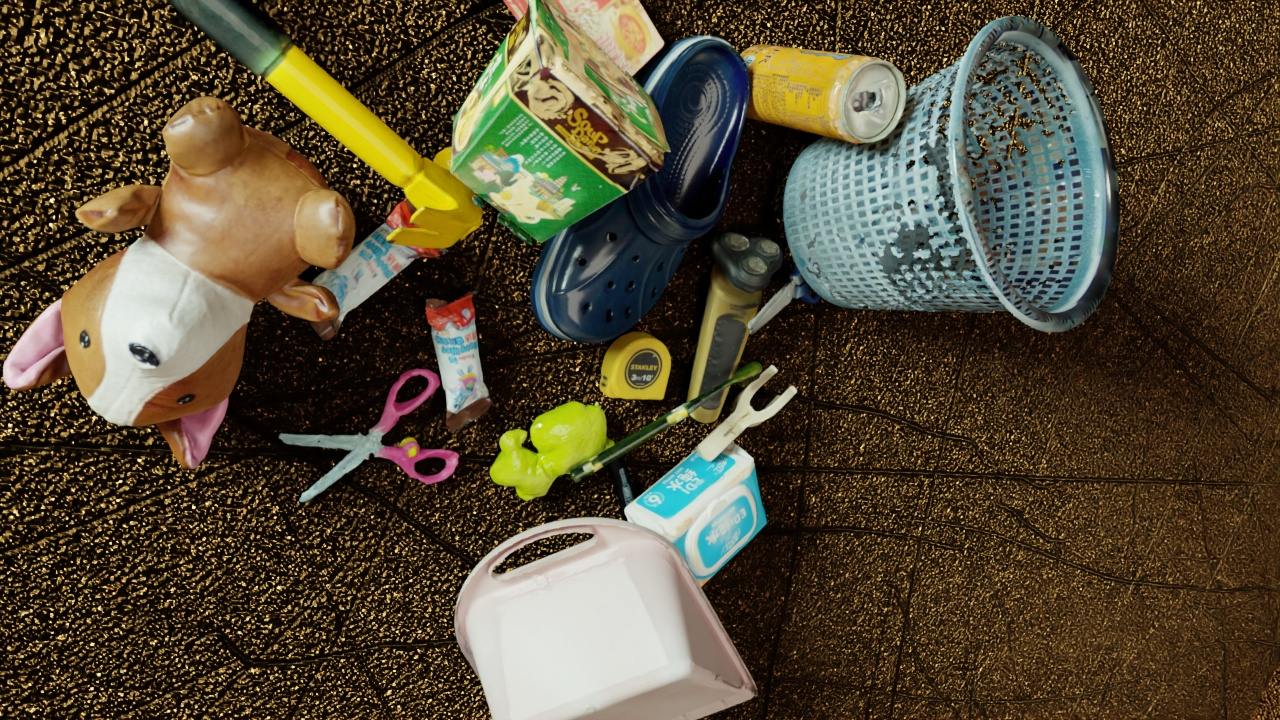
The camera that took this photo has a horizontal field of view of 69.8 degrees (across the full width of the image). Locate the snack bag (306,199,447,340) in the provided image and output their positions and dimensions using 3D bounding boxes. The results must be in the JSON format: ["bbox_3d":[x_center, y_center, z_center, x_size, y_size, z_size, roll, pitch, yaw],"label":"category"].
[{"bbox_3d":[-0.183,-0.061,0.615,0.104,0.026,0.048,-38,114,-14],"label":"snack bag"}]

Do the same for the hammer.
[{"bbox_3d":[-0.203,-0.168,0.509,0.033,0.128,0.300,-38,124,18],"label":"hammer"}]

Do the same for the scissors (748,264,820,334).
[{"bbox_3d":[0.128,-0.049,0.783,0.174,0.012,0.106,-60,145,-31],"label":"scissors"}]

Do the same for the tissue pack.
[{"bbox_3d":[0.052,0.144,0.821,0.139,0.063,0.090,-36,127,-28],"label":"tissue pack"}]

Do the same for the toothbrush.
[{"bbox_3d":[0.023,0.051,0.760,0.185,0.012,0.017,-30,148,-12],"label":"toothbrush"}]

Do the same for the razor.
[{"bbox_3d":[0.072,-0.024,0.777,0.062,0.067,0.168,9,113,-13],"label":"razor"}]

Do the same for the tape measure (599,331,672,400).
[{"bbox_3d":[-0.004,0.004,0.757,0.060,0.029,0.057,2,109,-34],"label":"tape measure"}]

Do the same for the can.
[{"bbox_3d":[0.126,-0.199,0.679,0.058,0.146,0.058,-11,115,-25],"label":"can"}]

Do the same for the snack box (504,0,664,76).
[{"bbox_3d":[-0.052,-0.252,0.619,0.075,0.025,0.153,-45,127,-8],"label":"snack box"}]

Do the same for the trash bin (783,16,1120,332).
[{"bbox_3d":[0.230,-0.125,0.727,0.226,0.196,0.226,4,83,-38],"label":"trash bin"}]

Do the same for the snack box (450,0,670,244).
[{"bbox_3d":[-0.061,-0.151,0.594,0.106,0.117,0.118,-38,125,21],"label":"snack box"}]

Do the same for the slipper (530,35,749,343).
[{"bbox_3d":[0.017,-0.118,0.680,0.105,0.095,0.253,28,90,-35],"label":"slipper"}]

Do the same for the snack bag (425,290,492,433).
[{"bbox_3d":[-0.133,-0.001,0.671,0.045,0.026,0.105,-33,127,-46],"label":"snack bag"}]

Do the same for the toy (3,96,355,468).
[{"bbox_3d":[-0.254,-0.038,0.523,0.140,0.130,0.199,39,96,-22],"label":"toy"}]

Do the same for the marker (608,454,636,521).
[{"bbox_3d":[-0.009,0.131,0.816,0.018,0.015,0.124,-30,124,-25],"label":"marker"}]

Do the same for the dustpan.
[{"bbox_3d":[-0.033,0.247,0.805,0.222,0.138,0.274,-21,150,1],"label":"dustpan"}]

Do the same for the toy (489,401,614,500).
[{"bbox_3d":[-0.069,0.071,0.742,0.100,0.031,0.096,-50,131,0],"label":"toy"}]

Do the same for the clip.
[{"bbox_3d":[0.097,0.043,0.809,0.035,0.096,0.101,49,51,5],"label":"clip"}]

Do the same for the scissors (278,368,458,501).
[{"bbox_3d":[-0.191,0.054,0.666,0.133,0.017,0.125,10,106,-32],"label":"scissors"}]
